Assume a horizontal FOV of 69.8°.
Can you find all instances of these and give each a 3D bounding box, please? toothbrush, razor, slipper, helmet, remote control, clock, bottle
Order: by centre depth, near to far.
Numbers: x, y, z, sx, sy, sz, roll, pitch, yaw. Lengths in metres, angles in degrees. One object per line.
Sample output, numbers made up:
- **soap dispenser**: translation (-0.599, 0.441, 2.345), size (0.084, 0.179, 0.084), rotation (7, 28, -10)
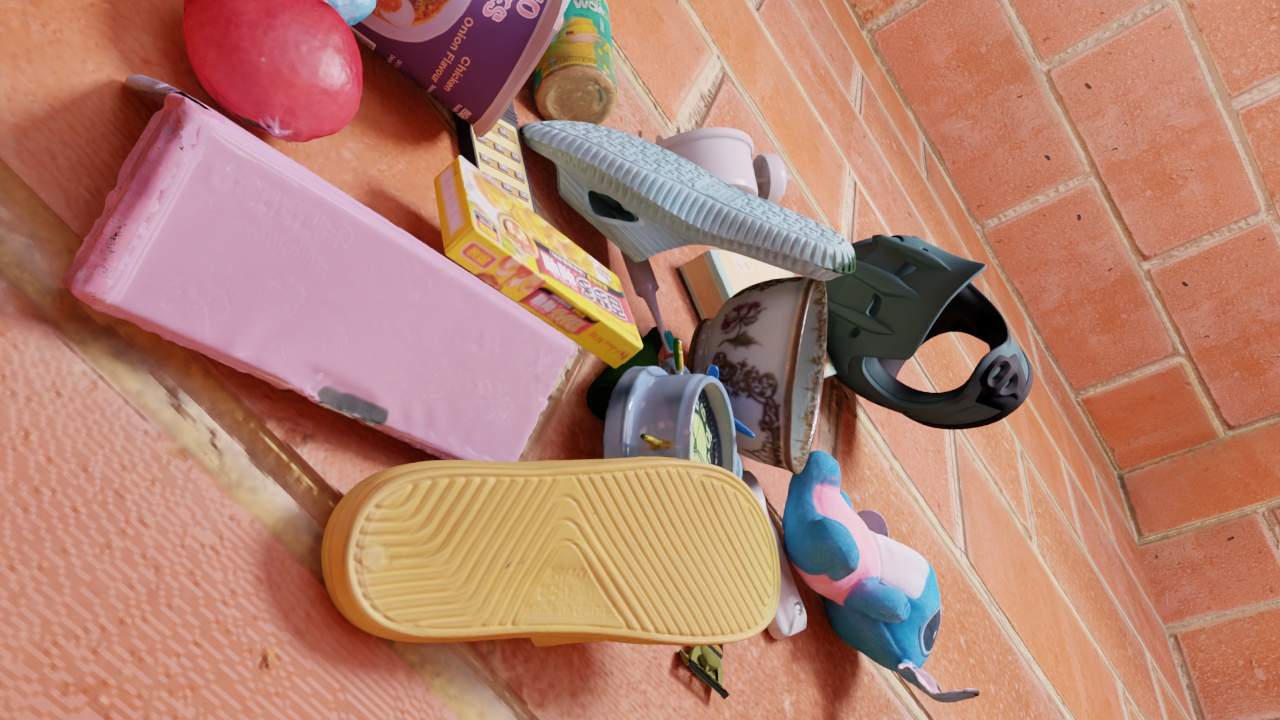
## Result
- **slipper**: translation (-0.038, 0.098, 0.481), size (0.263, 0.079, 0.099), rotation (9, 79, -36)
- **clock**: translation (0.026, 0.073, 0.612), size (0.117, 0.060, 0.162), rotation (-71, 149, -42)
- **razor**: translation (0.051, 0.162, 0.644), size (0.044, 0.021, 0.143), rotation (48, 29, -26)
- **remote control**: translation (-0.103, -0.143, 0.648), size (0.058, 0.013, 0.133), rotation (17, 52, -53)
- **bottle**: translation (-0.004, 0.004, 0.670), size (0.033, 0.033, 0.122), rotation (57, 28, -11)
- **slipper**: translation (0.031, -0.113, 0.708), size (0.276, 0.070, 0.115), rotation (25, 27, 8)
- **remote control**: translation (0.099, 0.151, 0.728), size (0.050, 0.022, 0.133), rotation (7, 61, -58)
- **toothbrush**: translation (-0.004, -0.082, 0.729), size (0.018, 0.019, 0.187), rotation (23, 40, -48)
- **bottle**: translation (-0.060, -0.292, 0.788), size (0.068, 0.068, 0.209), rotation (33, 40, -43)
- **clock**: translation (0.068, -0.164, 0.850), size (0.159, 0.120, 0.061), rotation (4, 71, -46)
- **helmet**: translation (0.284, -0.040, 0.980), size (0.200, 0.176, 0.275), rotation (41, -2, -22)

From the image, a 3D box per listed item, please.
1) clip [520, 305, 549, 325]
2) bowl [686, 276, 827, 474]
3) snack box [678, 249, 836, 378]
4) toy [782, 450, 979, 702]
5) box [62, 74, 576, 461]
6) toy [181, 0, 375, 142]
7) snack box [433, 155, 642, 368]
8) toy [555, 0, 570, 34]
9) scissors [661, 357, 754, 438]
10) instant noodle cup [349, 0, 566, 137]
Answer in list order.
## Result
- **clip**: translation (-0.075, -0.049, 0.612), size (0.060, 0.023, 0.045), rotation (65, 28, -5)
- **bowl**: translation (0.091, 0.006, 0.738), size (0.159, 0.094, 0.160), rotation (8, 89, -72)
- **snack box**: translation (0.122, -0.037, 0.902), size (0.193, 0.044, 0.141), rotation (-9, 76, -61)
- **toy**: translation (0.186, 0.181, 0.755), size (0.191, 0.099, 0.223), rotation (51, 13, -24)
- **box**: translation (-0.154, -0.034, 0.458), size (0.232, 0.116, 0.106), rotation (32, 81, -44)
- **toy**: translation (-0.186, -0.175, 0.476), size (0.092, 0.062, 0.132), rotation (23, 56, -38)
- **snack box**: translation (-0.061, -0.058, 0.570), size (0.152, 0.025, 0.075), rotation (35, 26, -42)
- **toy**: translation (-0.125, -0.319, 0.676), size (0.180, 0.115, 0.183), rotation (20, 39, -37)
- **scissors**: translation (0.047, 0.031, 0.686), size (0.123, 0.016, 0.126), rotation (51, -21, 24)
- **instant noodle cup**: translation (-0.124, -0.223, 0.564), size (0.121, 0.137, 0.122), rotation (26, 87, -23)
